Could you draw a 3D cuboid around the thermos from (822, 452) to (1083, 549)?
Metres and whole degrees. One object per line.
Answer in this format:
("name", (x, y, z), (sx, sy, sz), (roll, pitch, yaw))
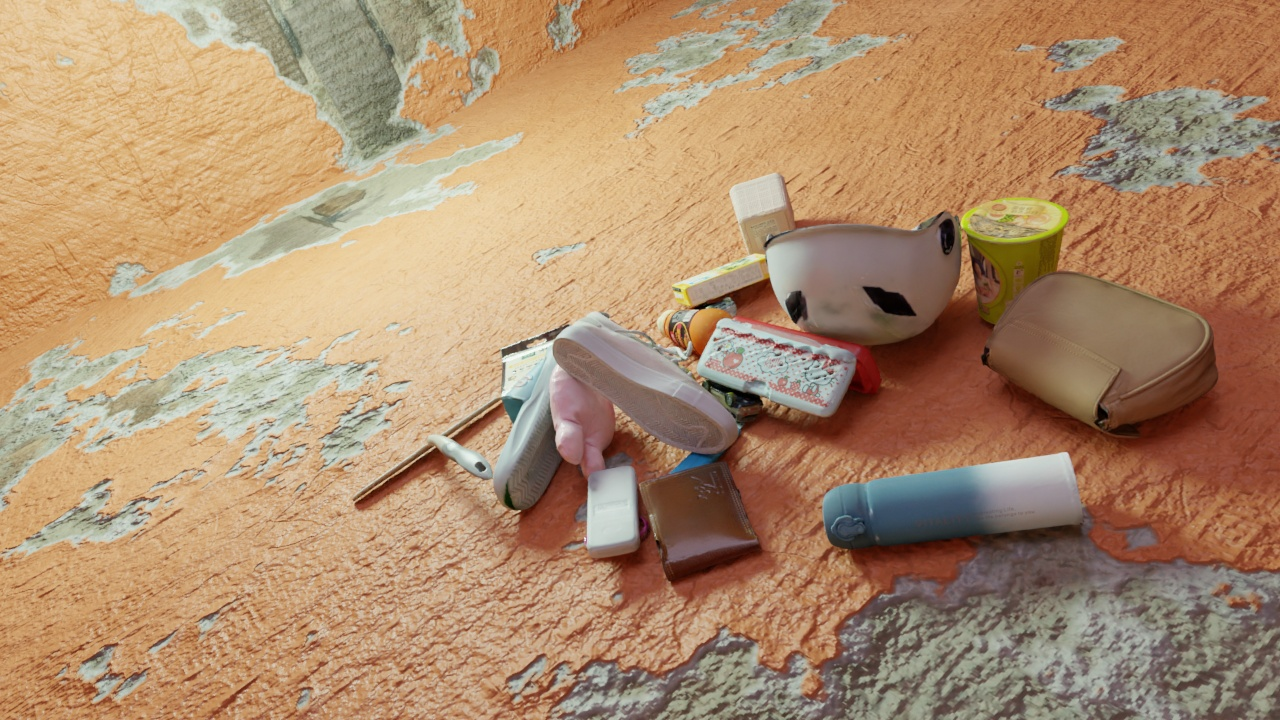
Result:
("thermos", (0.279, 0.132, 0.834), (0.221, 0.070, 0.070), (-11, 32, 18))

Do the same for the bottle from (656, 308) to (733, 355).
("bottle", (0.069, -0.044, 1.260), (0.066, 0.067, 0.150), (-36, 26, -23))

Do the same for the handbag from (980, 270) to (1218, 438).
("handbag", (0.453, -0.005, 0.914), (0.147, 0.100, 0.204), (-34, 31, -6))

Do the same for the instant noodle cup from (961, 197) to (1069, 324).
("instant noodle cup", (0.431, -0.109, 1.058), (0.112, 0.123, 0.111), (-10, 32, 7))

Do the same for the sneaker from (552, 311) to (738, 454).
("sneaker", (0.018, 0.019, 1.065), (0.242, 0.090, 0.090), (31, 50, 18))

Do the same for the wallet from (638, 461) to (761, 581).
("wallet", (0.060, 0.162, 0.947), (0.101, 0.032, 0.124), (-18, 40, -1))

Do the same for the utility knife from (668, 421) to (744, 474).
("utility knife", (0.068, 0.115, 1.043), (0.034, 0.018, 0.159), (23, 50, 35))

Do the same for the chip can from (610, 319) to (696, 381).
("chip can", (-0.007, 0.007, 1.213), (0.071, 0.071, 0.210), (-31, 31, -15))

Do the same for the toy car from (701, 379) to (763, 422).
("toy car", (0.108, 0.045, 1.105), (0.042, 0.035, 0.090), (-5, 22, -29))

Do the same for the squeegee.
("squeegee", (-0.243, 0.116, 1.167), (0.246, 0.039, 0.247), (-36, 20, -22))

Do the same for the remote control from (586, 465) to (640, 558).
("remote control", (-0.030, 0.162, 0.993), (0.056, 0.020, 0.135), (-11, 29, 3))

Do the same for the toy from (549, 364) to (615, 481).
("toy", (-0.071, 0.072, 1.105), (0.054, 0.121, 0.159), (-24, 38, 22))

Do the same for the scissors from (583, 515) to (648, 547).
("scissors", (-0.016, 0.162, 1.027), (0.084, 0.017, 0.137), (-10, 28, 21))

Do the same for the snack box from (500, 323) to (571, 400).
("snack box", (-0.139, 0.015, 1.303), (0.113, 0.053, 0.125), (-19, 29, 5))

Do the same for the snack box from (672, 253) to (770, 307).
("snack box", (0.122, -0.118, 1.337), (0.140, 0.034, 0.087), (-23, 11, -7))

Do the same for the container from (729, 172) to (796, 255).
("container", (0.195, -0.223, 1.436), (0.090, 0.090, 0.110), (-15, 33, 11))

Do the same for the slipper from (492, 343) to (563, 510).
("slipper", (-0.135, 0.082, 1.146), (0.074, 0.104, 0.244), (-1, 43, 22))

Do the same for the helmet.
("helmet", (0.262, -0.089, 1.085), (0.229, 0.146, 0.258), (-3, 4, 32))

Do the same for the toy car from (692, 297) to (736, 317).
("toy car", (0.097, -0.066, 1.296), (0.042, 0.034, 0.091), (-32, 17, -33))

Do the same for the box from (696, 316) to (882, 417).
("box", (0.167, 0.015, 1.076), (0.202, 0.095, 0.101), (18, 64, 43))
